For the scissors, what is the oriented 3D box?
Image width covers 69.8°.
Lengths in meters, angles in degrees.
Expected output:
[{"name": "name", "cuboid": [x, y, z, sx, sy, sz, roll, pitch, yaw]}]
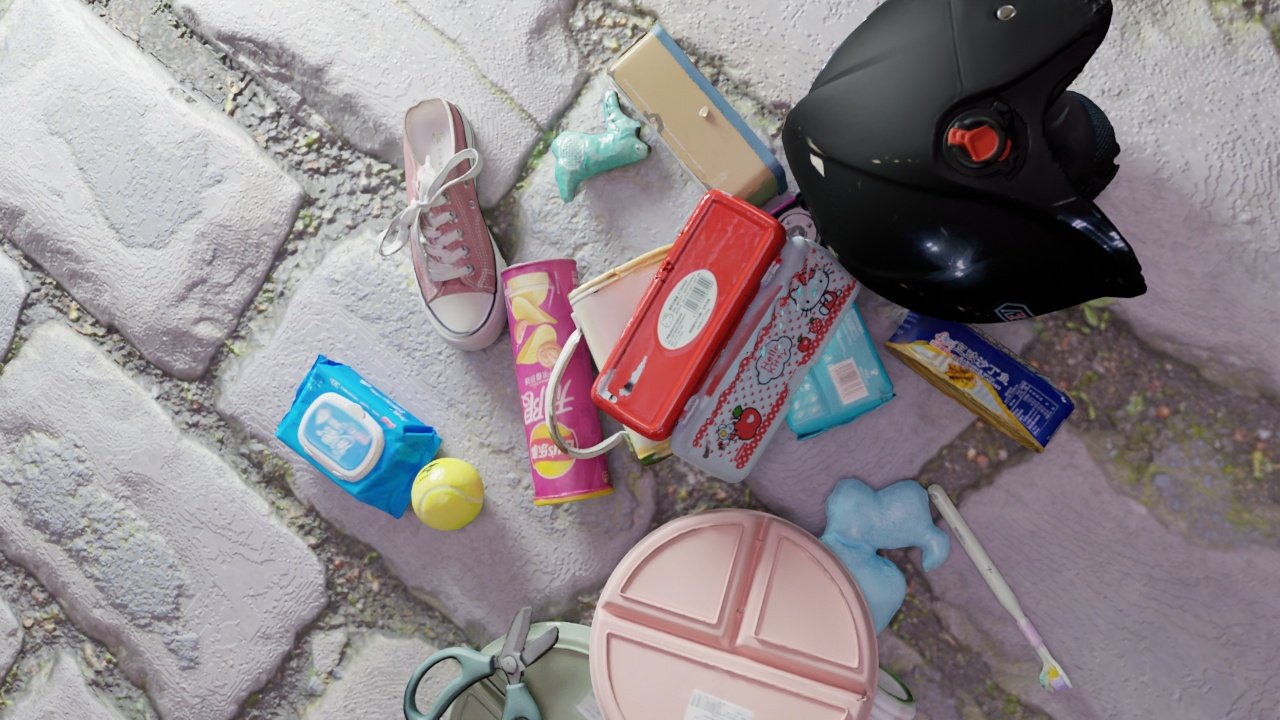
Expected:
[{"name": "scissors", "cuboid": [-0.147, 0.291, 0.825, 0.172, 0.019, 0.176, 15, 93, 14]}]

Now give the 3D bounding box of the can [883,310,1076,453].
[{"name": "can", "cuboid": [0.271, 0.011, 0.735, 0.148, 0.074, 0.049, 37, 93, 10]}]

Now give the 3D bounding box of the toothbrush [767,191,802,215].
[{"name": "toothbrush", "cuboid": [0.066, -0.099, 0.814, 0.189, 0.014, 0.017, -34, 73, 10]}]

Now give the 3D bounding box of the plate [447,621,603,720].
[{"name": "plate", "cuboid": [-0.074, 0.354, 0.830, 0.230, 0.027, 0.230, 0, 89, 12]}]

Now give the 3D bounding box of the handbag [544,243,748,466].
[{"name": "handbag", "cuboid": [-0.005, 0.005, 0.778, 0.178, 0.063, 0.163, -24, 91, -6]}]

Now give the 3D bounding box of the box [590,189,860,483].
[{"name": "box", "cuboid": [0.068, -0.016, 0.725, 0.160, 0.063, 0.201, 30, 95, -4]}]

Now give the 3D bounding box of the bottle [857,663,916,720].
[{"name": "bottle", "cuboid": [0.147, 0.340, 0.763, 0.068, 0.068, 0.197, 35, 101, 11]}]

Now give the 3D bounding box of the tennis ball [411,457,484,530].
[{"name": "tennis ball", "cuboid": [-0.176, 0.122, 0.838, 0.065, 0.065, 0.065, 0, 89, 13]}]

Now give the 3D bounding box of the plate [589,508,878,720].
[{"name": "plate", "cuboid": [0.070, 0.228, 0.722, 0.229, 0.028, 0.229, -3, 70, 7]}]

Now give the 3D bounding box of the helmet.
[{"name": "helmet", "cuboid": [0.236, -0.139, 0.663, 0.231, 0.233, 0.274, -29, 66, 22]}]

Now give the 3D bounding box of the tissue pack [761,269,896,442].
[{"name": "tissue pack", "cuboid": [0.148, -0.008, 0.774, 0.093, 0.050, 0.133, -24, 84, 12]}]

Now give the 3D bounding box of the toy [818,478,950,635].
[{"name": "toy", "cuboid": [0.174, 0.176, 0.766, 0.161, 0.050, 0.156, 1, 79, 10]}]

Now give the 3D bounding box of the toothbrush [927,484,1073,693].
[{"name": "toothbrush", "cuboid": [0.292, 0.185, 0.754, 0.020, 0.029, 0.189, -25, 80, -31]}]

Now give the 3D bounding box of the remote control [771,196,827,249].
[{"name": "remote control", "cuboid": [0.121, -0.098, 0.795, 0.136, 0.024, 0.053, -34, 81, 9]}]

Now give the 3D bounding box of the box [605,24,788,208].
[{"name": "box", "cuboid": [0.053, -0.192, 0.781, 0.063, 0.089, 0.184, -42, 83, 8]}]

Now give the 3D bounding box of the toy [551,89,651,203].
[{"name": "toy", "cuboid": [-0.037, -0.196, 0.832, 0.092, 0.030, 0.096, -12, 79, 8]}]

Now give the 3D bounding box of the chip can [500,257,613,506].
[{"name": "chip can", "cuboid": [-0.074, 0.019, 0.813, 0.071, 0.071, 0.210, -10, 87, 12]}]

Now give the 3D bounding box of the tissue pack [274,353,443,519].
[{"name": "tissue pack", "cuboid": [-0.268, 0.072, 0.866, 0.157, 0.052, 0.095, 34, 96, 11]}]

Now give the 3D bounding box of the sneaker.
[{"name": "sneaker", "cuboid": [-0.181, -0.128, 0.832, 0.118, 0.087, 0.241, -10, 86, 12]}]
